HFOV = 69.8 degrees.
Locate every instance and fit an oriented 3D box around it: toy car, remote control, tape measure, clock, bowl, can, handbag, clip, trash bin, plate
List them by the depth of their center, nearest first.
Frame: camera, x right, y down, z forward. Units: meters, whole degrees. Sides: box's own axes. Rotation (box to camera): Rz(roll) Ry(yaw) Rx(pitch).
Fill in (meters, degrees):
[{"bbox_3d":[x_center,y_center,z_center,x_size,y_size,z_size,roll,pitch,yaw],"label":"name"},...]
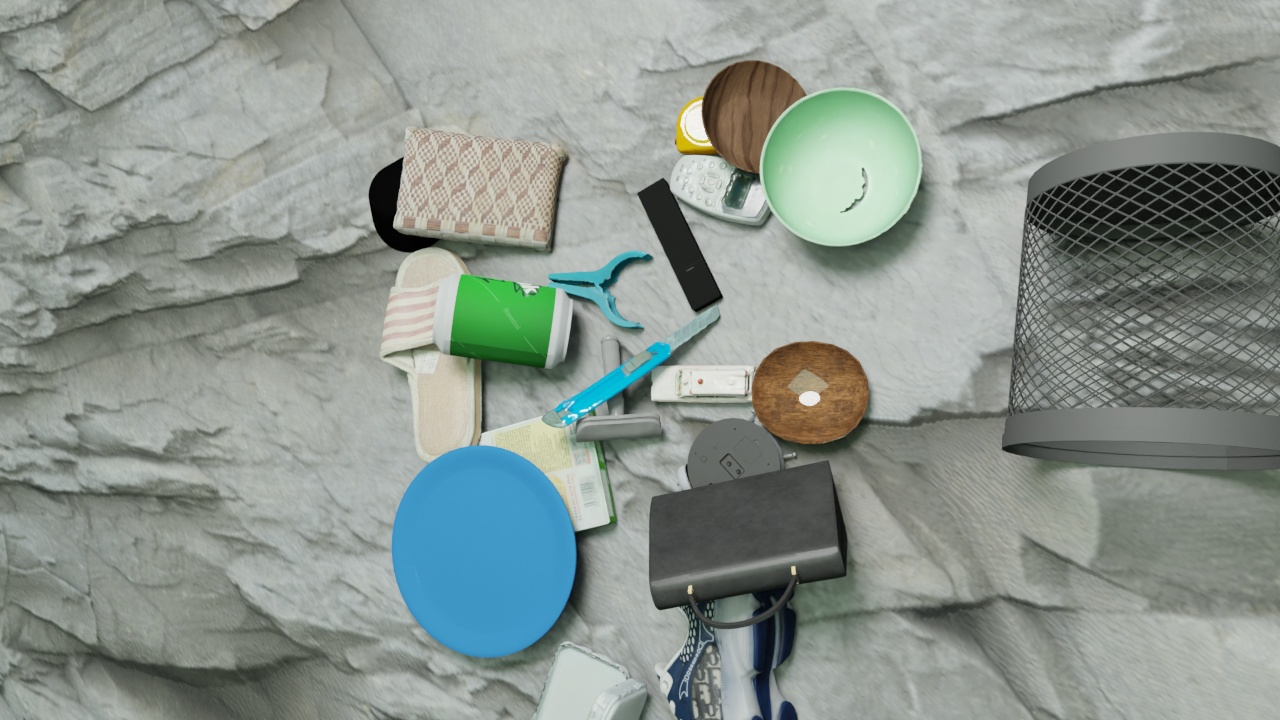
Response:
[{"bbox_3d":[0.408,-0.037,0.733,0.218,0.217,0.227,1,80,21],"label":"trash bin"},{"bbox_3d":[0.093,0.176,0.804,0.176,0.195,0.072,-14,105,11],"label":"handbag"},{"bbox_3d":[0.193,-0.180,0.893,0.151,0.077,0.151,0,88,10],"label":"bowl"},{"bbox_3d":[0.169,0.033,0.909,0.114,0.026,0.102,4,80,19],"label":"bowl"},{"bbox_3d":[0.090,0.114,0.927,0.123,0.035,0.094,-46,71,11],"label":"clock"},{"bbox_3d":[0.116,-0.245,0.943,0.119,0.032,0.119,2,83,-12],"label":"bowl"},{"bbox_3d":[0.062,0.024,0.945,0.113,0.039,0.039,0,84,21],"label":"toy car"},{"bbox_3d":[0.086,-0.181,0.965,0.114,0.028,0.060,24,93,21],"label":"remote control"},{"bbox_3d":[0.069,-0.250,0.978,0.068,0.030,0.059,2,85,15],"label":"tape measure"},{"bbox_3d":[-0.147,-0.042,0.982,0.140,0.088,0.087,8,86,-8],"label":"can"},{"bbox_3d":[0.042,-0.124,0.983,0.034,0.013,0.150,-29,74,16],"label":"remote control"},{"bbox_3d":[-0.168,0.203,0.990,0.225,0.024,0.224,-1,87,21],"label":"plate"},{"bbox_3d":[-0.033,-0.069,1.001,0.122,0.033,0.120,-27,79,16],"label":"clip"},{"bbox_3d":[-0.182,-0.195,1.044,0.186,0.047,0.124,7,85,3],"label":"handbag"},{"bbox_3d":[-0.285,-0.196,1.094,0.124,0.052,0.124,-3,83,20],"label":"bowl"}]

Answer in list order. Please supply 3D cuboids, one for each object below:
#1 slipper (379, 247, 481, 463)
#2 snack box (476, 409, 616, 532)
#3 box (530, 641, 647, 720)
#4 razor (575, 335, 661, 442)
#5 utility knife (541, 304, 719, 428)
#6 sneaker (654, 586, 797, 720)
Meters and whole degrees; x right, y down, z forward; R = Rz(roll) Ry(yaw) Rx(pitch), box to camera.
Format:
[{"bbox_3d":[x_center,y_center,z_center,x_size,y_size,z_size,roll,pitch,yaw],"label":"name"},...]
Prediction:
[{"bbox_3d":[-0.239,-0.010,1.047,0.115,0.052,0.262,-16,72,17],"label":"slipper"},{"bbox_3d":[-0.116,0.131,1.007,0.168,0.027,0.132,-16,77,19],"label":"snack box"},{"bbox_3d":[-0.081,0.406,0.921,0.129,0.105,0.210,16,89,25],"label":"box"},{"bbox_3d":[-0.028,0.028,0.974,0.088,0.047,0.116,-3,65,-7],"label":"razor"},{"bbox_3d":[-0.006,0.006,0.946,0.220,0.015,0.031,-34,56,-11],"label":"utility knife"},{"bbox_3d":[0.072,0.328,0.889,0.133,0.103,0.269,-2,83,35],"label":"sneaker"}]
